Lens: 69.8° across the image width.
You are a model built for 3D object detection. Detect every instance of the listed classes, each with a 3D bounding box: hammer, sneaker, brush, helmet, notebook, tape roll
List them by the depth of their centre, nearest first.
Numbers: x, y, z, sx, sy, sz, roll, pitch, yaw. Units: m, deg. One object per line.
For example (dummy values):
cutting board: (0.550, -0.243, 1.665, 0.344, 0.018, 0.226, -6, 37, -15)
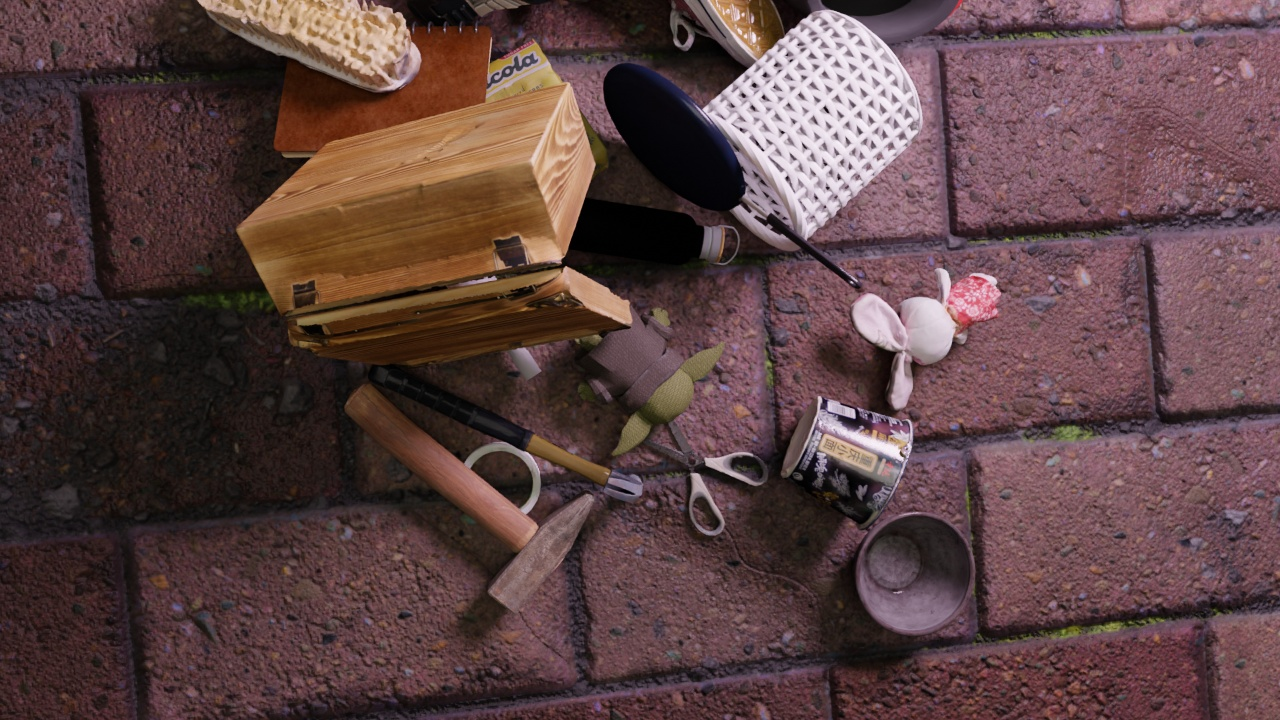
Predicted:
brush: (-0.361, -0.365, 0.989, 0.271, 0.057, 0.083, 26, 77, 10)
sneaker: (-0.152, -0.452, 0.992, 0.240, 0.088, 0.124, -5, 70, 31)
notebook: (-0.278, -0.299, 1.008, 0.225, 0.024, 0.167, 0, 72, 3)
helmet: (0.229, -0.473, 1.031, 0.264, 0.165, 0.169, 5, 55, -19)
hammer: (-0.149, 0.081, 1.032, 0.333, 0.118, 0.025, 25, 89, -1)
hammer: (-0.204, 0.130, 1.034, 0.301, 0.037, 0.158, 40, 87, -6)
sneaker: (0.068, -0.418, 1.053, 0.241, 0.088, 0.118, 39, 65, -27)
tape roll: (-0.163, 0.142, 1.068, 0.094, 0.018, 0.094, 0, 91, -7)

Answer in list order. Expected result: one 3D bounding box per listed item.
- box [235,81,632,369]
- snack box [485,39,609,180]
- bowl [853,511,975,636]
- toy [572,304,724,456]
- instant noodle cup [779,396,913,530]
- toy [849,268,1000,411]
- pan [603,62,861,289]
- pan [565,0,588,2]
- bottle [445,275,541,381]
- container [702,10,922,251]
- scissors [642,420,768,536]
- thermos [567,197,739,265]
box: (-0.177, -0.082, 0.890, 0.279, 0.268, 0.264, -9, 119, 11)
snack box: (-0.126, -0.260, 1.025, 0.121, 0.045, 0.181, -30, 72, -5)
bowl: (0.316, 0.248, 1.098, 0.145, 0.067, 0.145, 0, 91, -6)
toy: (-0.006, 0.007, 1.054, 0.179, 0.078, 0.153, -45, 102, -3)
instant noodle cup: (0.234, 0.109, 1.063, 0.112, 0.137, 0.137, 25, 88, 2)
toy: (0.348, -0.046, 1.094, 0.194, 0.084, 0.159, -35, 113, -8)
pan: (0.091, -0.186, 0.978, 0.356, 0.199, 0.021, 40, 79, 12)
pan: (-0.051, -0.571, 1.022, 0.055, 0.188, 0.356, 9, 74, -45)
bottle: (-0.176, -0.063, 1.047, 0.052, 0.052, 0.195, -34, 94, -5)
container: (0.178, -0.252, 1.017, 0.186, 0.189, 0.189, -42, 95, -6)
scissors: (0.077, 0.132, 1.098, 0.168, 0.012, 0.157, -3, 89, -5)
thermos: (0.001, -0.147, 1.062, 0.231, 0.061, 0.061, 8, 90, -6)
